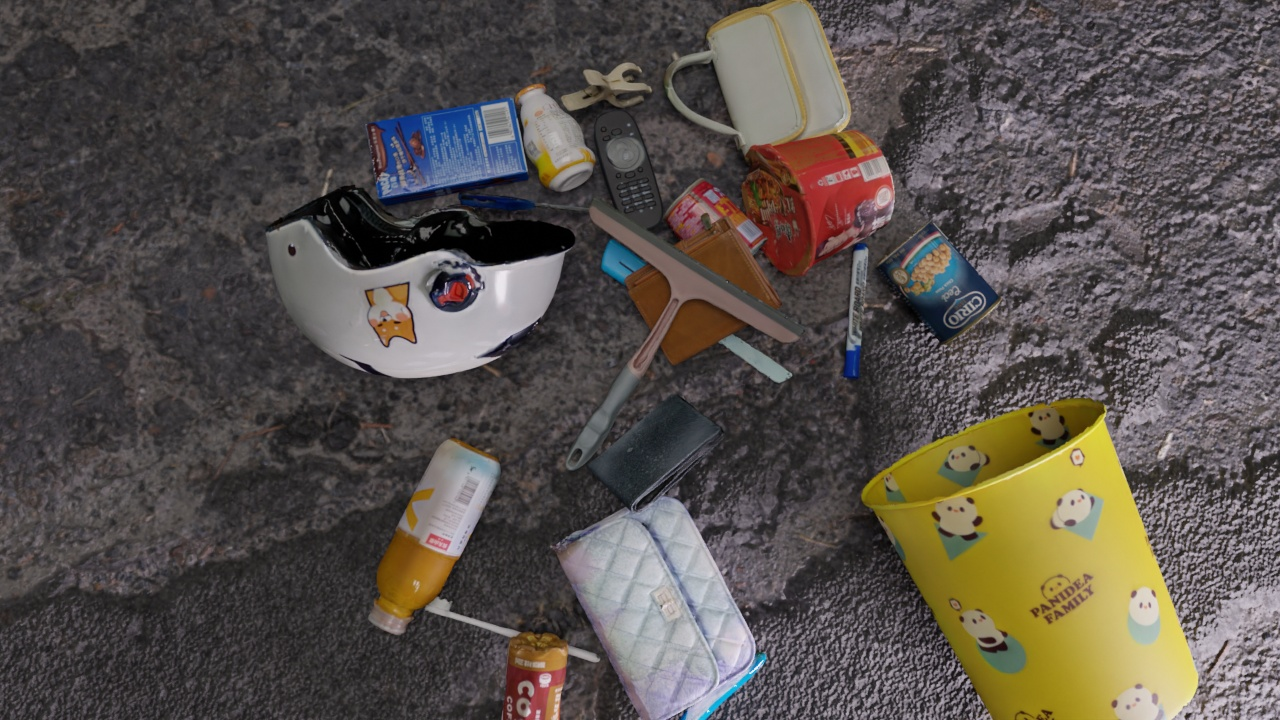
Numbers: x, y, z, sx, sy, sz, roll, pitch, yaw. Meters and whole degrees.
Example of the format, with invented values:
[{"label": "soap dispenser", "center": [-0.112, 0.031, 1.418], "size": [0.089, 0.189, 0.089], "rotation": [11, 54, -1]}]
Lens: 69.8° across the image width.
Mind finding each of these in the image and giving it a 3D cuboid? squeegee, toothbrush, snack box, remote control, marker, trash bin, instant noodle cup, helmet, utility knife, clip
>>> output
[{"label": "squeegee", "center": [-0.005, 0.005, 0.920], "size": [0.248, 0.040, 0.250], "rotation": [34, 101, 11]}, {"label": "toothbrush", "center": [-0.125, 0.266, 0.907], "size": [0.180, 0.016, 0.016], "rotation": [18, 75, 0]}, {"label": "snack box", "center": [-0.202, -0.220, 0.965], "size": [0.157, 0.026, 0.084], "rotation": [-11, 83, -5]}, {"label": "remote control", "center": [-0.013, -0.199, 0.975], "size": [0.053, 0.024, 0.136], "rotation": [-16, 82, -4]}, {"label": "marker", "center": [0.229, -0.053, 0.973], "size": [0.017, 0.017, 0.145], "rotation": [7, 82, -3]}, {"label": "trash bin", "center": [0.366, 0.196, 0.851], "size": [0.229, 0.230, 0.255], "rotation": [-26, 90, -7]}, {"label": "instant noodle cup", "center": [0.183, -0.165, 0.932], "size": [0.108, 0.138, 0.138], "rotation": [-21, 84, -15]}, {"label": "helmet", "center": [-0.207, -0.063, 0.861], "size": [0.274, 0.230, 0.157], "rotation": [6, 109, -12]}, {"label": "utility knife", "center": [0.058, -0.047, 0.962], "size": [0.238, 0.018, 0.034], "rotation": [35, 81, 0]}, {"label": "clip", "center": [-0.033, -0.288, 0.961], "size": [0.099, 0.071, 0.034], "rotation": [-20, 82, -40]}]

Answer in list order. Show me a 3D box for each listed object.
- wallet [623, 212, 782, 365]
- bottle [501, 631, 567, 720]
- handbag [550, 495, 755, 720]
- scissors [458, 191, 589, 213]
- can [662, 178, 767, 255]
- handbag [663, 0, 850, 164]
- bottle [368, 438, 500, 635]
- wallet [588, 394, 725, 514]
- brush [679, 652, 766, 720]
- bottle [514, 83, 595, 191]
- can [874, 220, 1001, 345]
[{"label": "wallet", "center": [0.056, -0.074, 0.920], "size": [0.131, 0.035, 0.119], "rotation": [-29, 93, 25]}, {"label": "bottle", "center": [-0.105, 0.351, 0.869], "size": [0.057, 0.057, 0.175], "rotation": [6, 90, -3]}, {"label": "handbag", "center": [0.016, 0.233, 0.890], "size": [0.134, 0.075, 0.194], "rotation": [-28, 84, -7]}, {"label": "scissors", "center": [-0.112, -0.158, 0.932], "size": [0.162, 0.164, 0.012], "rotation": [11, 103, 25]}, {"label": "can", "center": [0.076, -0.135, 0.950], "size": [0.066, 0.066, 0.094], "rotation": [-44, 87, -8]}, {"label": "handbag", "center": [0.119, -0.291, 0.979], "size": [0.178, 0.063, 0.163], "rotation": [-16, 80, -2]}, {"label": "bottle", "center": [-0.203, 0.170, 0.889], "size": [0.068, 0.068, 0.189], "rotation": [26, 81, 0]}, {"label": "wallet", "center": [0.014, 0.089, 0.907], "size": [0.120, 0.097, 0.019], "rotation": [-40, 125, -9]}, {"label": "brush", "center": [0.012, 0.408, 0.879], "size": [0.314, 0.060, 0.109], "rotation": [-28, 81, -10]}, {"label": "bottle", "center": [-0.092, -0.233, 0.955], "size": [0.063, 0.063, 0.108], "rotation": [-26, 83, -7]}, {"label": "can", "center": [0.307, -0.082, 0.952], "size": [0.075, 0.075, 0.111], "rotation": [-39, 86, -8]}]
